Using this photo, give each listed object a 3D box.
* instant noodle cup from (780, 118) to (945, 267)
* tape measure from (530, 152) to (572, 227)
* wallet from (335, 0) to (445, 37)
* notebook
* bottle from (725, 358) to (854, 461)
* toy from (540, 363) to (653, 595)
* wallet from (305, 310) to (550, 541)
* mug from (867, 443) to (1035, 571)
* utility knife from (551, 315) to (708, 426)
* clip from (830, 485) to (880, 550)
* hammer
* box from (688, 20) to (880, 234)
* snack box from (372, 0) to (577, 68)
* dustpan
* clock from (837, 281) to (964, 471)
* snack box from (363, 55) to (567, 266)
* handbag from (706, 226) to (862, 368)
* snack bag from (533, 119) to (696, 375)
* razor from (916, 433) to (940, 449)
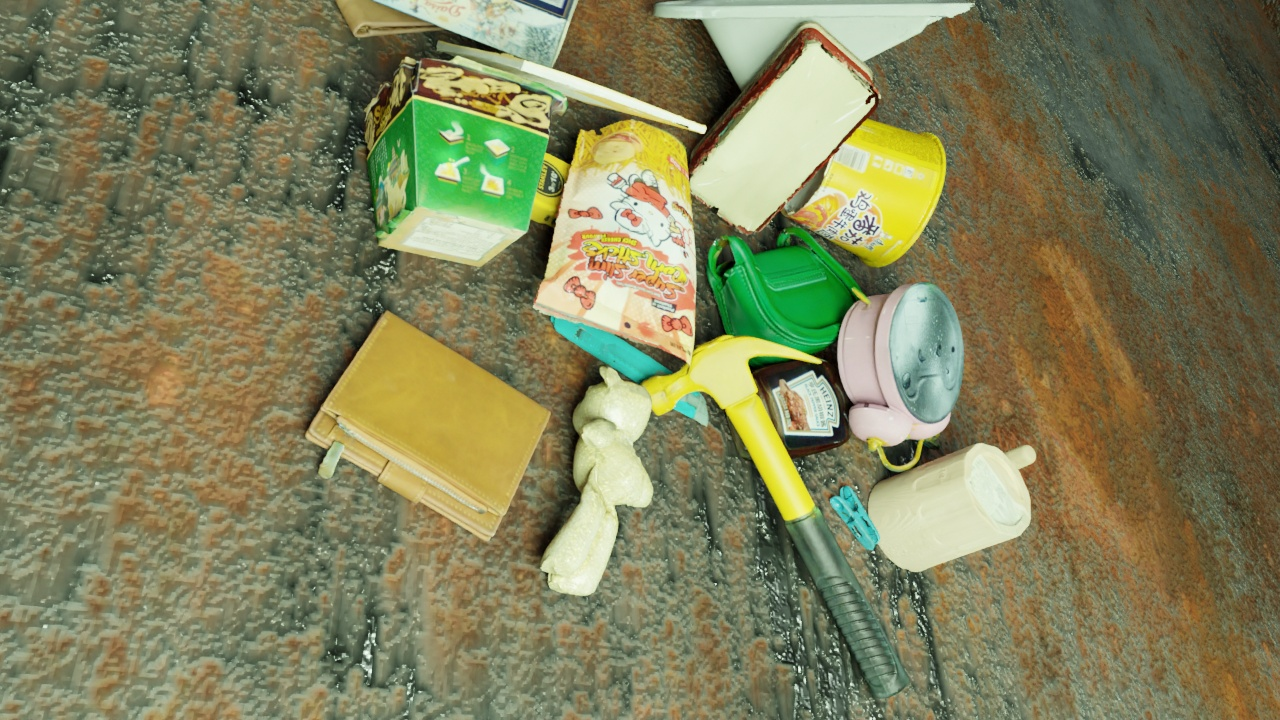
[{"bbox_3d":[0.205,-0.171,0.884,0.109,0.138,0.137,18,56,-16],"label":"instant noodle cup"},{"bbox_3d":[-0.080,-0.135,0.720,0.057,0.029,0.059,23,52,-24],"label":"tape measure"},{"bbox_3d":[-0.203,-0.306,0.735,0.115,0.020,0.101,-26,83,-44],"label":"wallet"},{"bbox_3d":[-0.059,-0.209,0.693,0.145,0.206,0.010,11,104,-32],"label":"notebook"},{"bbox_3d":[0.156,0.037,0.784,0.194,0.044,0.080,-7,78,-39],"label":"bottle"},{"bbox_3d":[-0.029,0.081,0.621,0.105,0.066,0.156,54,42,-45],"label":"toy"},{"bbox_3d":[-0.131,0.043,0.579,0.130,0.035,0.118,34,50,-14],"label":"wallet"},{"bbox_3d":[0.271,0.117,0.782,0.124,0.104,0.084,-26,82,-41],"label":"mug"},{"bbox_3d":[-0.004,0.004,0.707,0.151,0.013,0.029,32,54,-17],"label":"utility knife"},{"bbox_3d":[0.181,0.133,0.770,0.047,0.014,0.057,-28,84,-44],"label":"clip"},{"bbox_3d":[0.122,0.117,0.692,0.300,0.129,0.033,62,4,-3],"label":"hammer"},{"bbox_3d":[0.119,-0.197,0.794,0.091,0.169,0.080,35,31,-15],"label":"box"},{"bbox_3d":[-0.134,-0.319,0.718,0.182,0.046,0.177,18,44,-10],"label":"snack box"},{"bbox_3d":[0.154,-0.340,0.874,0.142,0.258,0.222,59,23,-14],"label":"dustpan"},{"bbox_3d":[0.218,0.014,0.769,0.117,0.060,0.158,-5,90,-44],"label":"clock"},{"bbox_3d":[-0.127,-0.129,0.638,0.117,0.118,0.105,9,73,-32],"label":"snack box"},{"bbox_3d":[0.125,-0.060,0.799,0.131,0.068,0.120,-18,77,-41],"label":"handbag"},{"bbox_3d":[-0.009,-0.092,0.698,0.128,0.073,0.207,24,45,-21],"label":"snack bag"},{"bbox_3d":[0.277,0.023,0.893,0.043,0.028,0.132,28,50,-16],"label":"razor"}]
